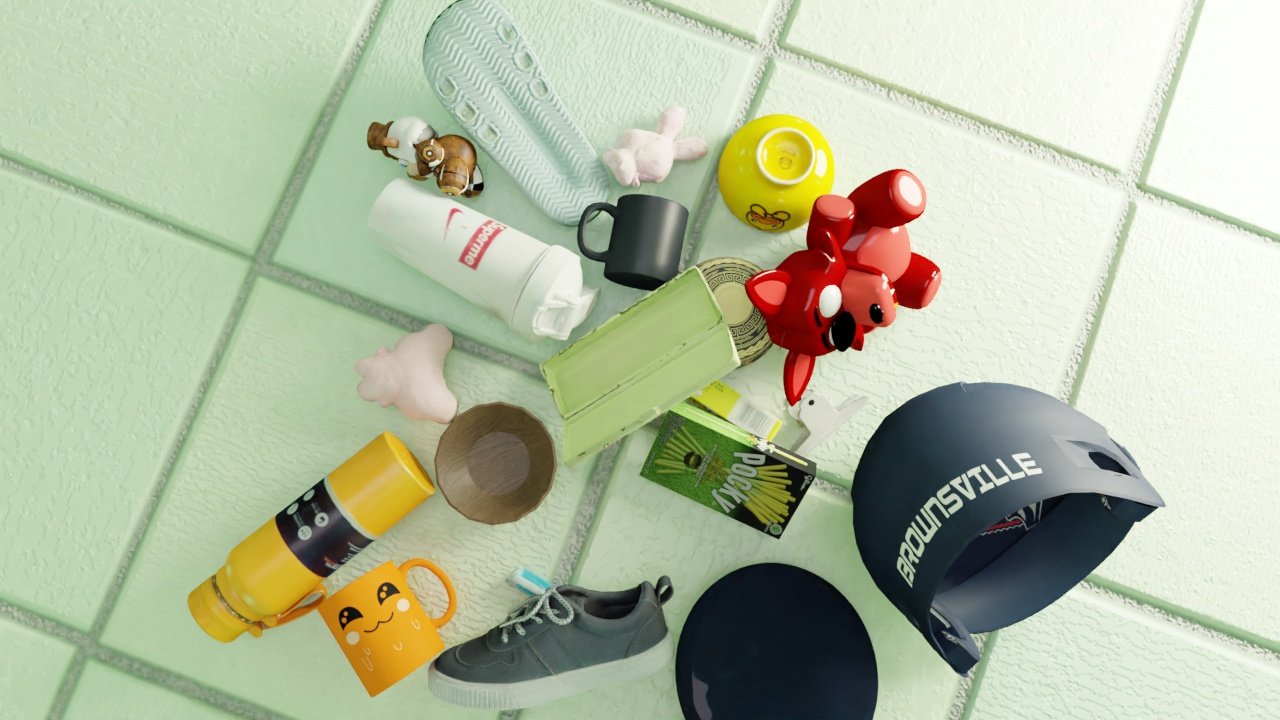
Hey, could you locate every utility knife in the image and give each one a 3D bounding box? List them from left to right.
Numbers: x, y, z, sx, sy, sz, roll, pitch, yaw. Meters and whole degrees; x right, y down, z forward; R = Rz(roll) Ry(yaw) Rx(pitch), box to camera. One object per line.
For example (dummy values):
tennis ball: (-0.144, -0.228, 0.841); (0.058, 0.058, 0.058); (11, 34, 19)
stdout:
utility knife: (-0.073, 0.236, 0.882); (0.123, 0.015, 0.022); (31, 96, 1)

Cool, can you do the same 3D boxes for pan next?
pan: (0.098, 0.352, 0.813); (0.198, 0.021, 0.355); (27, 67, -5)

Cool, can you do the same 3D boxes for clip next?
clip: (0.171, 0.052, 0.906); (0.101, 0.040, 0.054); (-39, 104, -6)

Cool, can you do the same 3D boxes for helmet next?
helmet: (0.310, 0.134, 0.804); (0.272, 0.222, 0.233); (32, 109, -24)

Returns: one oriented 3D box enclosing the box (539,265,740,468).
box: (-0.002, 0.008, 0.850); (0.188, 0.047, 0.140); (-33, 44, 14)

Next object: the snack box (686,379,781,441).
snack box: (0.067, 0.033, 0.895); (0.148, 0.040, 0.029); (34, 83, 3)

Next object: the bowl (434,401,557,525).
bowl: (-0.138, 0.099, 0.889); (0.118, 0.030, 0.117); (0, 83, -1)

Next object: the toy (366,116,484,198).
toy: (-0.212, -0.203, 0.900); (0.113, 0.087, 0.067); (13, 99, 8)

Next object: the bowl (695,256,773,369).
bowl: (0.086, -0.050, 0.894); (0.112, 0.061, 0.112); (0, 83, -1)

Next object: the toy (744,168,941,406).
toy: (0.188, -0.071, 0.856); (0.196, 0.158, 0.121); (-43, 42, -20)

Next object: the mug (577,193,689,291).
mug: (-0.010, -0.117, 0.891); (0.105, 0.071, 0.077); (13, 83, -17)

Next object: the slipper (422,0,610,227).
slipper: (-0.123, -0.239, 0.913); (0.104, 0.074, 0.245); (-38, 101, -3)

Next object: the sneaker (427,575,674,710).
sneaker: (-0.082, 0.250, 0.833); (0.235, 0.089, 0.087); (-11, 99, -3)

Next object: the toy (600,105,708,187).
toy: (0.013, -0.210, 0.922); (0.109, 0.047, 0.063); (-32, 81, -19)

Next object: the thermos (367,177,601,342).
thermos: (-0.152, -0.093, 0.883); (0.220, 0.099, 0.099); (27, 83, 6)

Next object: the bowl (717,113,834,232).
bowl: (0.138, -0.192, 0.909); (0.117, 0.068, 0.117); (0, 83, 0)

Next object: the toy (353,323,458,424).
toy: (-0.226, 0.015, 0.886); (0.096, 0.053, 0.099); (-5, 85, -9)

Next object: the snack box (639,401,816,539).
snack box: (0.082, 0.104, 0.873); (0.147, 0.025, 0.080); (25, 117, 2)

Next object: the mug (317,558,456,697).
mug: (-0.225, 0.238, 0.853); (0.112, 0.078, 0.096); (-31, 84, -23)

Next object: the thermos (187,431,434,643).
thermos: (-0.302, 0.173, 0.855); (0.232, 0.076, 0.091); (-38, 88, -5)
